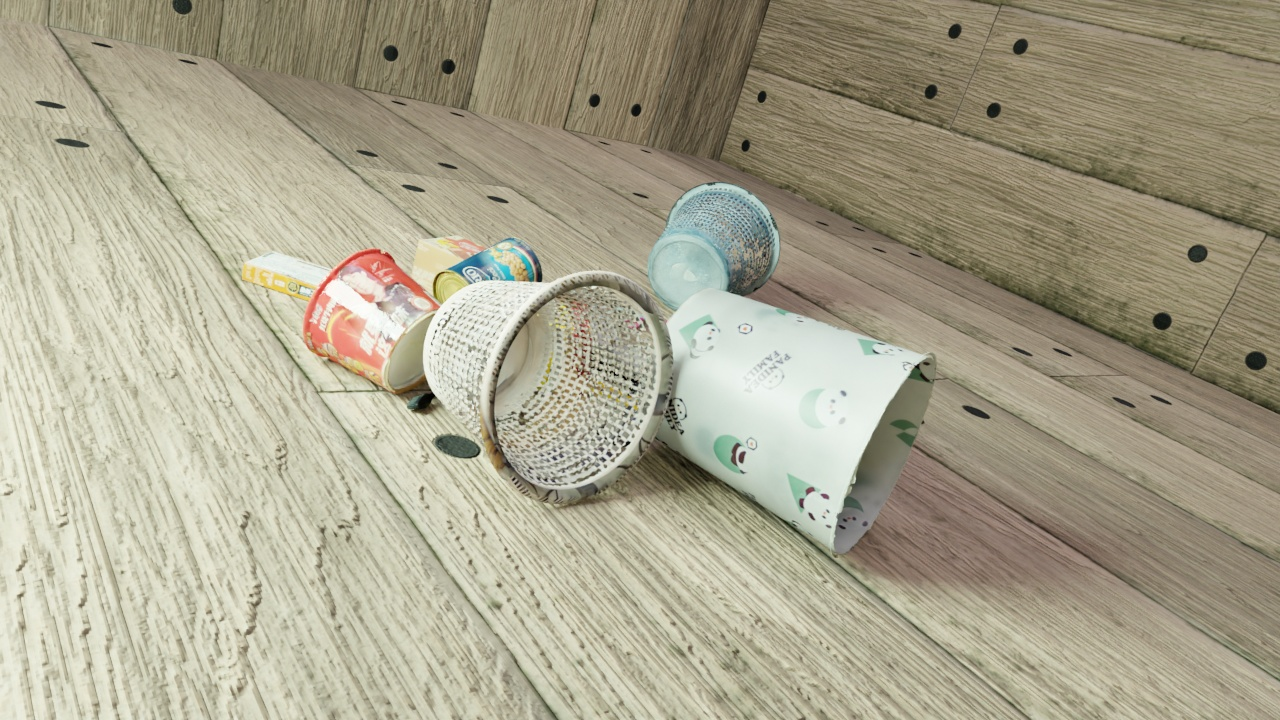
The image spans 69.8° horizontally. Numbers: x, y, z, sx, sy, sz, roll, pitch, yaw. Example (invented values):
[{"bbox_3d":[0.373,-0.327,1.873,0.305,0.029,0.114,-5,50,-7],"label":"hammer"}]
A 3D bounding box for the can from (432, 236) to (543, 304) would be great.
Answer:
[{"bbox_3d":[-0.175,-0.091,1.068,0.075,0.075,0.110,27,42,25],"label":"can"}]

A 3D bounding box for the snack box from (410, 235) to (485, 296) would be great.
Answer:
[{"bbox_3d":[-0.263,-0.126,1.319,0.093,0.077,0.094,25,20,20],"label":"snack box"}]

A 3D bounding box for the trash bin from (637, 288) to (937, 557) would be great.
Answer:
[{"bbox_3d":[0.150,0.049,0.983,0.252,0.230,0.229,26,21,26],"label":"trash bin"}]

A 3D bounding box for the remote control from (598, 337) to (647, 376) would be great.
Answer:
[{"bbox_3d":[-0.007,0.007,1.261,0.058,0.021,0.150,-4,29,-46],"label":"remote control"}]

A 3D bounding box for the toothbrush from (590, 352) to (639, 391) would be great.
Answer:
[{"bbox_3d":[-0.002,0.031,1.197,0.213,0.026,0.027,28,43,30],"label":"toothbrush"}]

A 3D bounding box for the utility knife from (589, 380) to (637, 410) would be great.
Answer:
[{"bbox_3d":[0.024,0.069,1.132,0.231,0.015,0.033,24,22,14],"label":"utility knife"}]

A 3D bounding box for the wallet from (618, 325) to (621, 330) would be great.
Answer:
[{"bbox_3d":[-0.099,-0.060,1.355,0.124,0.032,0.101,25,18,19],"label":"wallet"}]

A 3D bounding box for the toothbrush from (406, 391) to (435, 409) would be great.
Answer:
[{"bbox_3d":[-0.224,0.024,1.048,0.018,0.014,0.189,-10,14,11],"label":"toothbrush"}]

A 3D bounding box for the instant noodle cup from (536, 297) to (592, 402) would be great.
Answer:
[{"bbox_3d":[-0.127,-0.017,1.110,0.123,0.116,0.116,1,24,-10],"label":"instant noodle cup"}]

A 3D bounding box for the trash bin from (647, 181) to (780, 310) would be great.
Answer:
[{"bbox_3d":[0.114,-0.184,1.639,0.227,0.227,0.194,23,33,15],"label":"trash bin"}]

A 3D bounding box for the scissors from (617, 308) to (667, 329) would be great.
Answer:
[{"bbox_3d":[0.007,-0.066,1.485,0.133,0.017,0.135,20,21,20],"label":"scissors"}]

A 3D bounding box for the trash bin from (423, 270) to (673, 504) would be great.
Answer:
[{"bbox_3d":[-0.111,0.008,0.930,0.227,0.227,0.192,-1,14,-42],"label":"trash bin"}]

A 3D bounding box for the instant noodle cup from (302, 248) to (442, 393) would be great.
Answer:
[{"bbox_3d":[-0.278,-0.038,0.998,0.108,0.138,0.137,33,23,17],"label":"instant noodle cup"}]

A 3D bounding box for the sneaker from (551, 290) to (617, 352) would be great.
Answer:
[{"bbox_3d":[-0.142,-0.061,1.210,0.242,0.091,0.089,24,53,-35],"label":"sneaker"}]

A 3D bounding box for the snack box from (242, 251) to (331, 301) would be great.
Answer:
[{"bbox_3d":[-0.427,-0.102,1.192,0.154,0.026,0.075,18,20,1],"label":"snack box"}]
